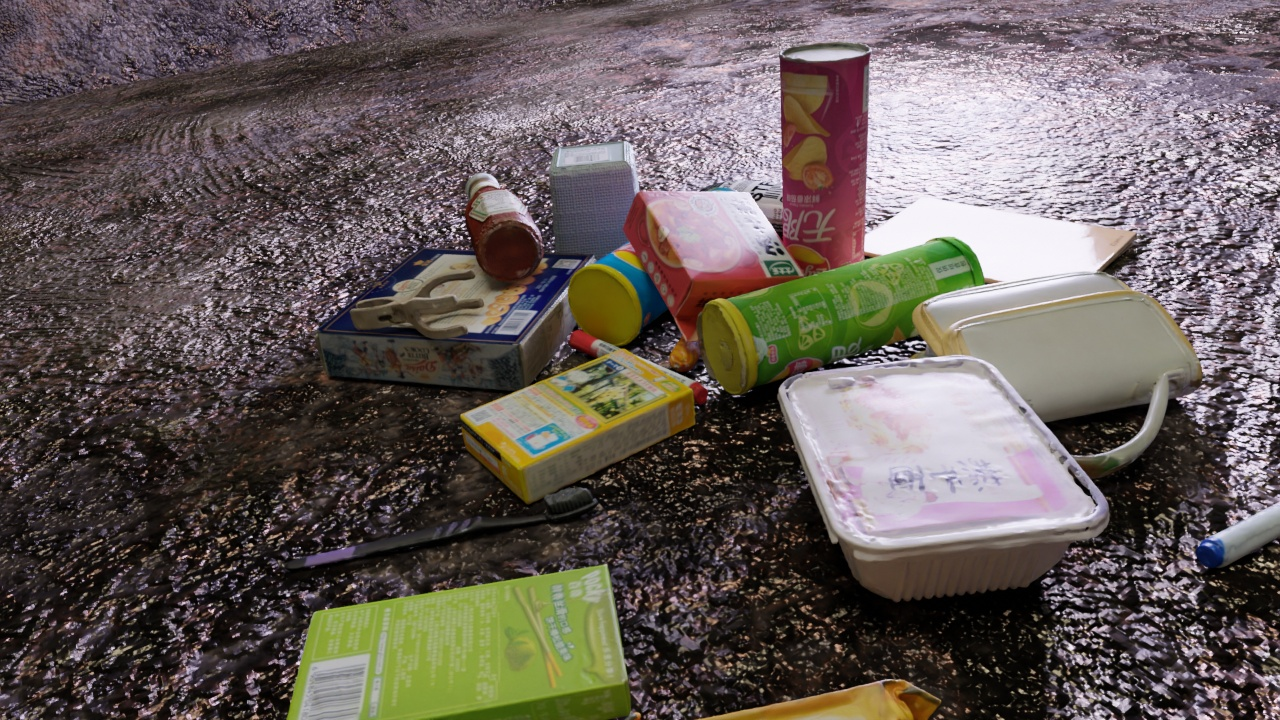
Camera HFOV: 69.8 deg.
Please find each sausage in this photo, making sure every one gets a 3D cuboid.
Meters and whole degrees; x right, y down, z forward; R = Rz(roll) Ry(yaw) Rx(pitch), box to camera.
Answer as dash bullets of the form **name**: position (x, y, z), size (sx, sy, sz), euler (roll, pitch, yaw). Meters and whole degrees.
- **sausage**: position (0.055, -0.033, 0.756), size (0.021, 0.021, 0.164), euler (6, 30, 20)

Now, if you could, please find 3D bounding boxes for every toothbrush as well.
- **toothbrush**: position (-0.119, 0.102, 0.552), size (0.189, 0.017, 0.014), euler (-11, 29, -6)

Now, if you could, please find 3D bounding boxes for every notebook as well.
- **notebook**: position (0.323, -0.108, 0.853), size (0.212, 0.012, 0.149), euler (21, 40, 40)

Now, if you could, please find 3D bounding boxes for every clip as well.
- **clip**: position (-0.167, -0.046, 0.718), size (0.102, 0.035, 0.094), euler (6, 35, 34)

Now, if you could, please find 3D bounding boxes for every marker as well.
- **marker**: position (0.356, 0.081, 0.497), size (0.145, 0.017, 0.017), euler (-18, 31, -20)
- **marker**: position (-0.004, 0.004, 0.705), size (0.017, 0.017, 0.145), euler (-28, 36, -34)

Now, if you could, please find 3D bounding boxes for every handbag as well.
- **handbag**: position (0.282, 0.007, 0.607), size (0.163, 0.063, 0.178), euler (-10, 32, -4)

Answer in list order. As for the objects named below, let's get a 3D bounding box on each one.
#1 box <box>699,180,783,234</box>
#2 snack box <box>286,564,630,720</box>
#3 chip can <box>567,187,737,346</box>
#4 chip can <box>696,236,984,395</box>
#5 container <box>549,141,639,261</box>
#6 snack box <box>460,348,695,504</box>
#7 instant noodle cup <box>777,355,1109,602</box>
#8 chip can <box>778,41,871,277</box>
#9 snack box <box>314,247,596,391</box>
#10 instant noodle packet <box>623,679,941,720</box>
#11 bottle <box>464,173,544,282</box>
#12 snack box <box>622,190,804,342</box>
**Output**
- **box**: position (0.132, -0.161, 0.940), size (0.164, 0.060, 0.071), euler (8, 15, 25)
- **snack box**: position (-0.087, 0.147, 0.450), size (0.156, 0.026, 0.085), euler (-9, 29, -5)
- **chip can**: position (0.026, -0.088, 0.810), size (0.071, 0.071, 0.209), euler (14, 34, 32)
- **chip can**: position (0.156, -0.037, 0.692), size (0.221, 0.073, 0.072), euler (-16, 30, -18)
- **container**: position (-0.041, -0.146, 0.887), size (0.090, 0.112, 0.089), euler (-5, 28, 1)
- **snack box**: position (-0.042, 0.041, 0.631), size (0.140, 0.034, 0.087), euler (-25, 34, -28)
- **instant noodle cup**: position (0.159, 0.066, 0.517), size (0.138, 0.060, 0.173), euler (-6, 30, -1)
- **chip can**: position (0.147, -0.142, 0.739), size (0.071, 0.211, 0.071), euler (-5, 28, 2)
- **snack box**: position (-0.148, -0.042, 0.787), size (0.183, 0.046, 0.177), euler (4, 30, 17)
- **instant noodle packet**: position (0.055, 0.177, 0.328), size (0.128, 0.044, 0.110), euler (-7, 56, 0)
- **bottle**: position (-0.133, -0.131, 0.839), size (0.059, 0.060, 0.206), euler (-12, 27, -11)
- **snack box**: position (0.063, -0.079, 0.734), size (0.113, 0.044, 0.127), euler (-6, 53, -32)
